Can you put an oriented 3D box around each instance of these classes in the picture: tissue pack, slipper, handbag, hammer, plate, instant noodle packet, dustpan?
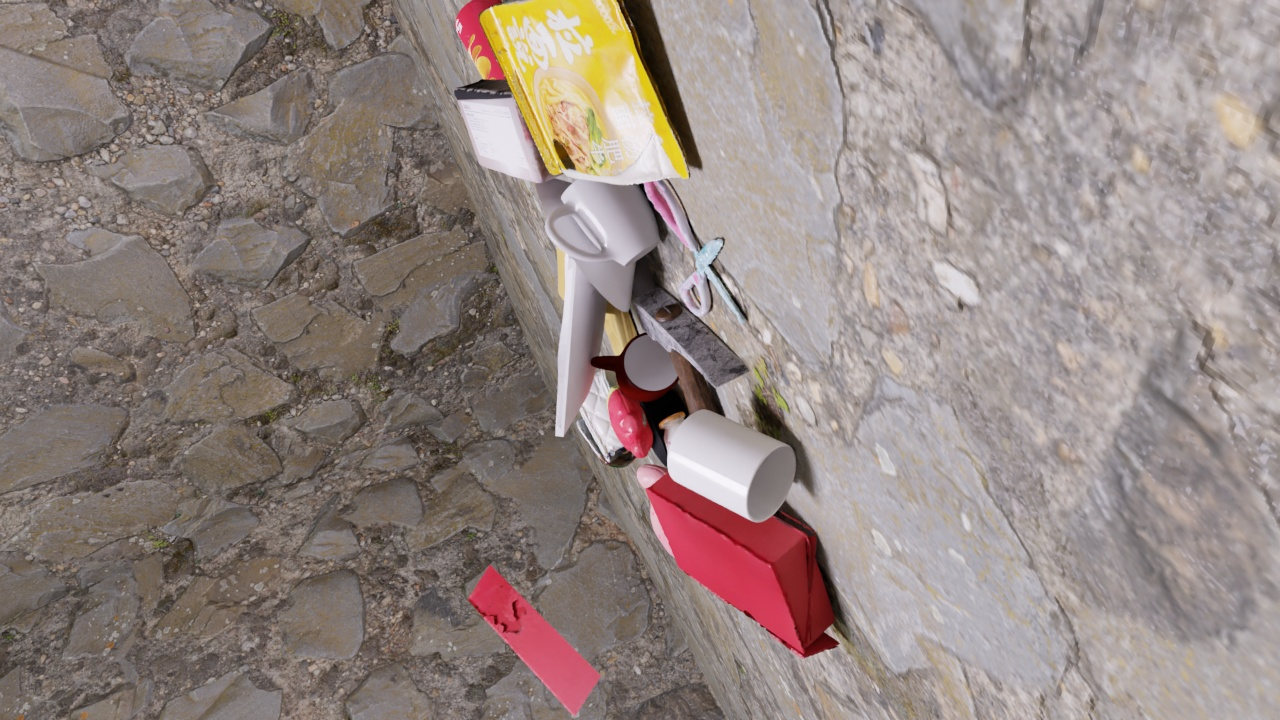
[{"bbox_3d":[-0.125,-0.240,0.953,0.181,0.071,0.104,24,137,55],"label":"tissue pack"},{"bbox_3d":[-0.071,-0.096,1.257,0.263,0.078,0.099,69,172,-29],"label":"slipper"},{"bbox_3d":[-0.033,0.078,1.333,0.139,0.072,0.194,65,-167,2],"label":"handbag"},{"bbox_3d":[0.088,0.084,0.985,0.217,0.037,0.301,48,162,59],"label":"hammer"},{"bbox_3d":[-0.024,-0.131,1.100,0.178,0.012,0.179,61,170,18],"label":"plate"},{"bbox_3d":[-0.039,-0.232,0.763,0.222,0.084,0.163,33,150,60],"label":"instant noodle packet"},{"bbox_3d":[-0.085,-0.045,1.081,0.257,0.053,0.192,-65,-18,-74],"label":"dustpan"},{"bbox_3d":[-0.046,-0.136,0.983,0.174,0.036,0.173,53,-166,-20],"label":"plate"}]

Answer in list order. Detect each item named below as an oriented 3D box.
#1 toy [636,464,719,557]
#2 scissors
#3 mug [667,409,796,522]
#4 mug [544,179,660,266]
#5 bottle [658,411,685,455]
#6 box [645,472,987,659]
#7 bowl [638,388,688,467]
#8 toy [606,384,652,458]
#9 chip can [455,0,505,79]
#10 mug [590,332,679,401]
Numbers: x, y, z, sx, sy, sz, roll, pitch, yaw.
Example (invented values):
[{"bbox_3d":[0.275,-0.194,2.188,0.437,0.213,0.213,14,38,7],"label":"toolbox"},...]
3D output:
[{"bbox_3d":[0.068,0.207,1.252,0.192,0.096,0.237,50,158,26],"label":"toy"},{"bbox_3d":[0.049,-0.088,0.825,0.170,0.013,0.176,56,166,26],"label":"scissors"},{"bbox_3d":[0.093,0.097,0.842,0.090,0.074,0.110,23,-176,38],"label":"mug"},{"bbox_3d":[-0.037,-0.132,0.891,0.089,0.107,0.071,56,157,1],"label":"mug"},{"bbox_3d":[0.062,0.117,1.125,0.108,0.063,0.063,62,170,14],"label":"bottle"},{"bbox_3d":[0.199,0.208,1.039,0.213,0.373,0.148,25,108,52],"label":"box"},{"bbox_3d":[0.031,0.073,1.213,0.124,0.052,0.124,61,170,18],"label":"bowl"},{"bbox_3d":[-0.013,0.079,1.158,0.135,0.045,0.092,-123,8,-68],"label":"toy"},{"bbox_3d":[-0.146,-0.328,1.081,0.220,0.069,0.069,61,170,21],"label":"chip can"},{"bbox_3d":[-0.006,0.006,1.094,0.083,0.105,0.073,124,154,-79],"label":"mug"}]
